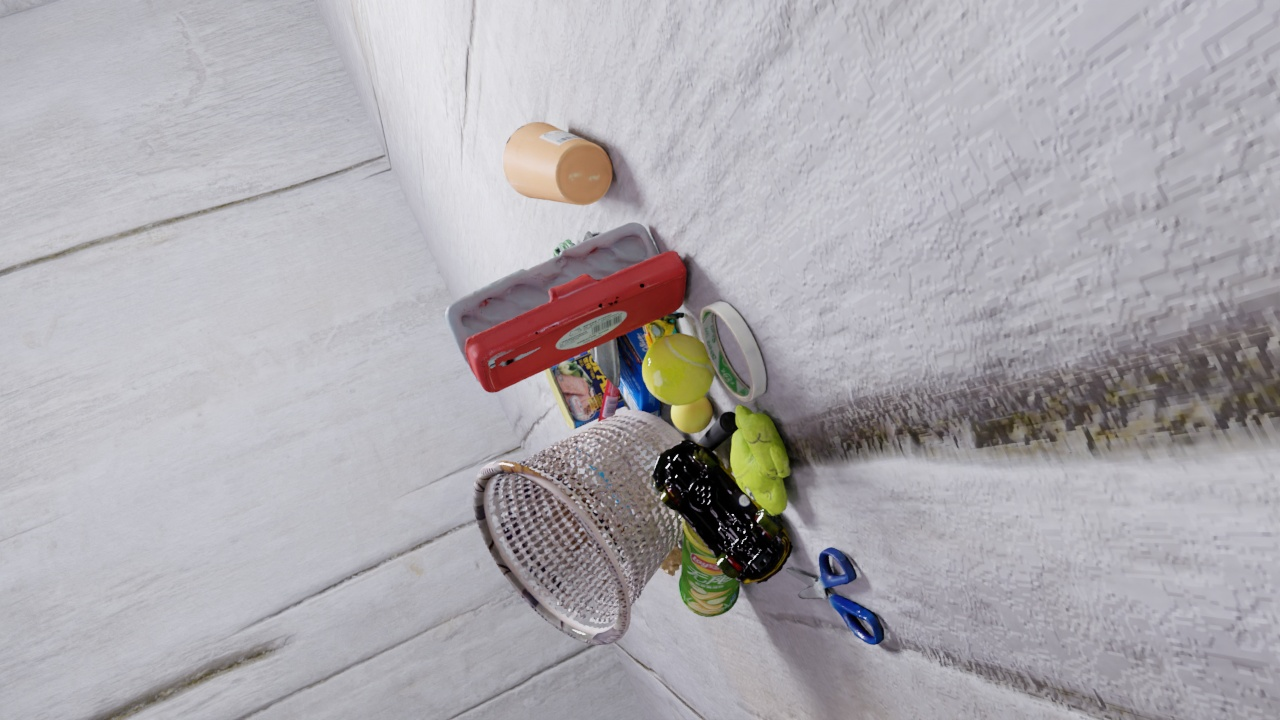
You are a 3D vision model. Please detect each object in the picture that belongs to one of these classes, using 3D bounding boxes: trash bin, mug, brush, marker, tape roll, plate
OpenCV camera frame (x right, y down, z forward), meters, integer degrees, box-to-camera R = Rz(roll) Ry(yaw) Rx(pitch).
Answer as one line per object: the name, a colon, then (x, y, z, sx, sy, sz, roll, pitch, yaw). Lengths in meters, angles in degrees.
trash bin: (-0.040, 0.162, 1.009, 0.228, 0.191, 0.228, 26, 134, 31)
mug: (-0.079, -0.190, 0.899, 0.123, 0.078, 0.078, 31, 144, 57)
brush: (-0.014, 0.200, 1.227, 0.255, 0.046, 0.083, 53, -176, -28)
marker: (0.072, 0.074, 0.884, 0.020, 0.022, 0.132, 27, 162, 1)
tape roll: (0.075, -0.007, 0.752, 0.085, 0.014, 0.086, 58, 164, 26)
plate: (-0.052, -0.055, 1.028, 0.179, 0.024, 0.179, 168, 91, -84)

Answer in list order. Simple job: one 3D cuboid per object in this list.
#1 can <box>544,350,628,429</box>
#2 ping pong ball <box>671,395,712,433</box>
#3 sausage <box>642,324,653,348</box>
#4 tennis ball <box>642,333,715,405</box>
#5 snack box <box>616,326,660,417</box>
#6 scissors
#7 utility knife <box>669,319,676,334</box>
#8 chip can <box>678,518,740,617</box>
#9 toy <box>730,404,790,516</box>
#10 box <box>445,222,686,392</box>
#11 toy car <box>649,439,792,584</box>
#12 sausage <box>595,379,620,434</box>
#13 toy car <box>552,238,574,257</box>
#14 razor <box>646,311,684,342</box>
can: (-0.073, 0.032, 1.216, 0.102, 0.083, 0.057, 67, 166, -4)
ping pong ball: (0.050, 0.050, 0.886, 0.040, 0.040, 0.040, 59, 165, 26)
sausage: (0.007, -0.053, 0.908, 0.021, 0.021, 0.165, 44, 155, 57)
tennis ball: (0.034, 0.008, 0.821, 0.065, 0.065, 0.066, 59, 165, 26)
snack box: (-0.006, 0.006, 1.044, 0.084, 0.026, 0.157, 60, 165, 28)
scissors: (0.164, 0.206, 0.788, 0.141, 0.012, 0.171, 56, 165, 35)
utility knife: (0.027, -0.026, 0.896, 0.029, 0.013, 0.164, 34, 146, 55)
chip can: (0.078, 0.211, 0.986, 0.072, 0.072, 0.222, 58, 164, 28)
toy: (0.101, 0.084, 0.775, 0.096, 0.031, 0.100, 63, 161, 10)
box: (-0.068, -0.056, 0.805, 0.098, 0.201, 0.095, 59, 166, 24)
toy car: (0.075, 0.139, 0.862, 0.156, 0.071, 0.041, 45, -169, 27)
sausage: (-0.038, 0.050, 1.170, 0.020, 0.020, 0.156, 53, 141, 42)
toy car: (-0.082, -0.105, 1.124, 0.043, 0.036, 0.091, 51, 164, 41)
razor: (0.029, 0.004, 0.887, 0.043, 0.028, 0.133, 15, 137, 31)
